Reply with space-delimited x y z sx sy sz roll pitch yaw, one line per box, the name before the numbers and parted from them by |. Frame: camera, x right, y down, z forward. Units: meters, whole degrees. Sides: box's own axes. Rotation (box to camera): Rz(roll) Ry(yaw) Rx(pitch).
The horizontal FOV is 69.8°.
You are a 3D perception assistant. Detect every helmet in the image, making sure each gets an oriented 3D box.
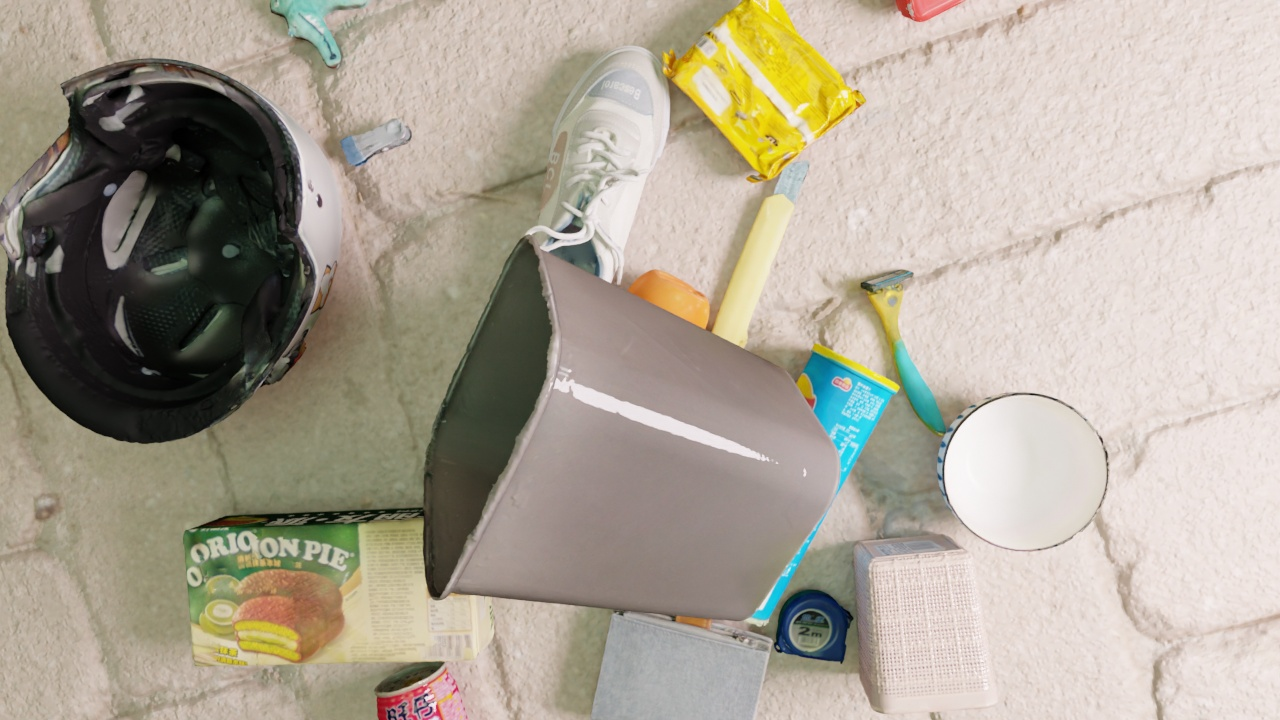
helmet | -0.333 -0.085 0.699 0.230 0.156 0.274 27 106 2

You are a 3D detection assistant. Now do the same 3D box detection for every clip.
clip | -0.215 -0.179 0.750 0.058 0.037 0.026 -19 88 5

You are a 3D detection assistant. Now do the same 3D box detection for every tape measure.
tape measure | 0.138 0.211 0.732 0.058 0.025 0.054 9 93 -4

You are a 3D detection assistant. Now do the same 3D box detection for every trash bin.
trash bin | -0.012 0.061 0.618 0.219 0.198 0.199 20 114 -23

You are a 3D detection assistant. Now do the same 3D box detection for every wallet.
wallet | 0.033 0.253 0.739 0.130 0.037 0.106 13 94 7

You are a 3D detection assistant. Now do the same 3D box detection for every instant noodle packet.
instant noodle packet | 0.091 -0.213 0.705 0.111 0.044 0.128 -40 92 0

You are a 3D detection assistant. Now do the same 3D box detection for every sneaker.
sneaker | -0.041 -0.127 0.699 0.089 0.090 0.242 16 94 4

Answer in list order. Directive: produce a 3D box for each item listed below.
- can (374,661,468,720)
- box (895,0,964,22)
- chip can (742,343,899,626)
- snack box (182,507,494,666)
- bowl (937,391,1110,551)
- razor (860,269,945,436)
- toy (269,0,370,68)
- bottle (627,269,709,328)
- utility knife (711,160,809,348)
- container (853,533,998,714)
can | -0.173 0.300 0.747 0.066 0.066 0.094 -17 91 6
box | 0.263 -0.348 0.684 0.201 0.100 0.094 -27 131 5
chip can | 0.116 0.095 0.705 0.071 0.071 0.210 28 96 4
snack box | -0.243 0.183 0.749 0.240 0.063 0.114 -4 92 6
bowl | 0.280 0.080 0.690 0.116 0.066 0.116 0 92 6
razor | 0.208 -0.004 0.712 0.043 0.028 0.132 -19 88 -25
toy | -0.255 -0.291 0.744 0.092 0.030 0.096 -26 98 11
bottle | -0.004 0.004 0.720 0.067 0.066 0.150 30 103 3
utility knife | 0.092 -0.073 0.724 0.031 0.019 0.183 21 101 0
container | 0.209 0.195 0.694 0.090 0.090 0.111 -7 89 6
